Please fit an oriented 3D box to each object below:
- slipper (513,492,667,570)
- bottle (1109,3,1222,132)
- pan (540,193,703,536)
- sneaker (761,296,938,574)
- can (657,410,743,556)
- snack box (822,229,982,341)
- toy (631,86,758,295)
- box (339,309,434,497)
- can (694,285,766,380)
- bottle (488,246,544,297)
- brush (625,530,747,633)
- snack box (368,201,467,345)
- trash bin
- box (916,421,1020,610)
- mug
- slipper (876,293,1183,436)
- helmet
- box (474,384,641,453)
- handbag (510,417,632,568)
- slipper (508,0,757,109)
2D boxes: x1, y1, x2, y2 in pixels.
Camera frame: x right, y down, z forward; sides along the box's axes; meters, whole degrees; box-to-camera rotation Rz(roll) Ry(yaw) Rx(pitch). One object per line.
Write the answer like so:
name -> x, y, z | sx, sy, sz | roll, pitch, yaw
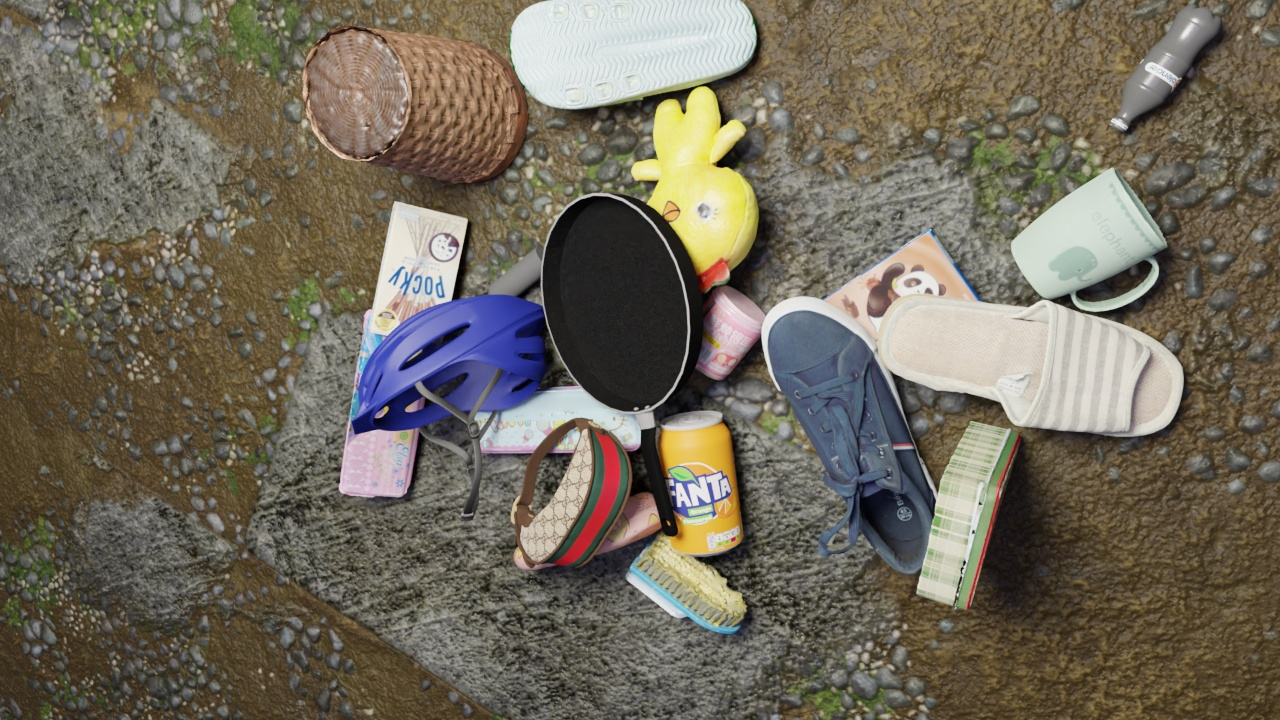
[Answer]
slipper -> -0.065, 0.180, 1.033 | 0.198, 0.093, 0.081 | -22, 83, 23
bottle -> 0.442, -0.245, 0.779 | 0.036, 0.036, 0.110 | 36, 111, 10
pan -> -0.006, 0.006, 0.937 | 0.226, 0.034, 0.356 | -12, 94, 50
sneaker -> 0.197, 0.081, 0.867 | 0.121, 0.127, 0.294 | -26, 101, 21
can -> 0.063, 0.131, 0.977 | 0.079, 0.079, 0.142 | -4, 100, 21
snack box -> 0.242, -0.050, 0.896 | 0.152, 0.034, 0.087 | -35, 89, 24
toy -> 0.056, -0.166, 0.912 | 0.134, 0.092, 0.207 | -13, 88, 41
box -> -0.309, 0.049, 1.118 | 0.084, 0.077, 0.231 | 7, 107, -20
can -> 0.084, -0.029, 0.941 | 0.067, 0.067, 0.076 | 41, 112, 8
bottle -> -0.147, -0.083, 1.033 | 0.113, 0.030, 0.030 | -35, 88, 23
brush -> 0.053, 0.259, 1.024 | 0.136, 0.055, 0.076 | 36, 133, 10
snack box -> -0.251, -0.097, 1.036 | 0.082, 0.026, 0.150 | 10, 97, -23
trash bin -> -0.226, -0.254, 0.929 | 0.151, 0.209, 0.151 | 5, 103, 20
box -> 0.298, 0.133, 0.825 | 0.050, 0.205, 0.118 | 13, 104, 25
mug -> 0.398, -0.094, 0.807 | 0.104, 0.083, 0.111 | -36, 102, 32
slipper -> 0.353, 0.002, 0.832 | 0.273, 0.054, 0.114 | 15, 95, 5
helmet -> -0.179, 0.045, 0.973 | 0.227, 0.241, 0.148 | 61, 159, 16
box -> -0.096, 0.067, 1.044 | 0.214, 0.036, 0.076 | -3, 100, 21
handbag -> -0.082, 0.141, 0.976 | 0.167, 0.063, 0.138 | -59, 37, 18
slipper -> -0.007, -0.307, 0.914 | 0.245, 0.074, 0.104 | -5, 99, 5
